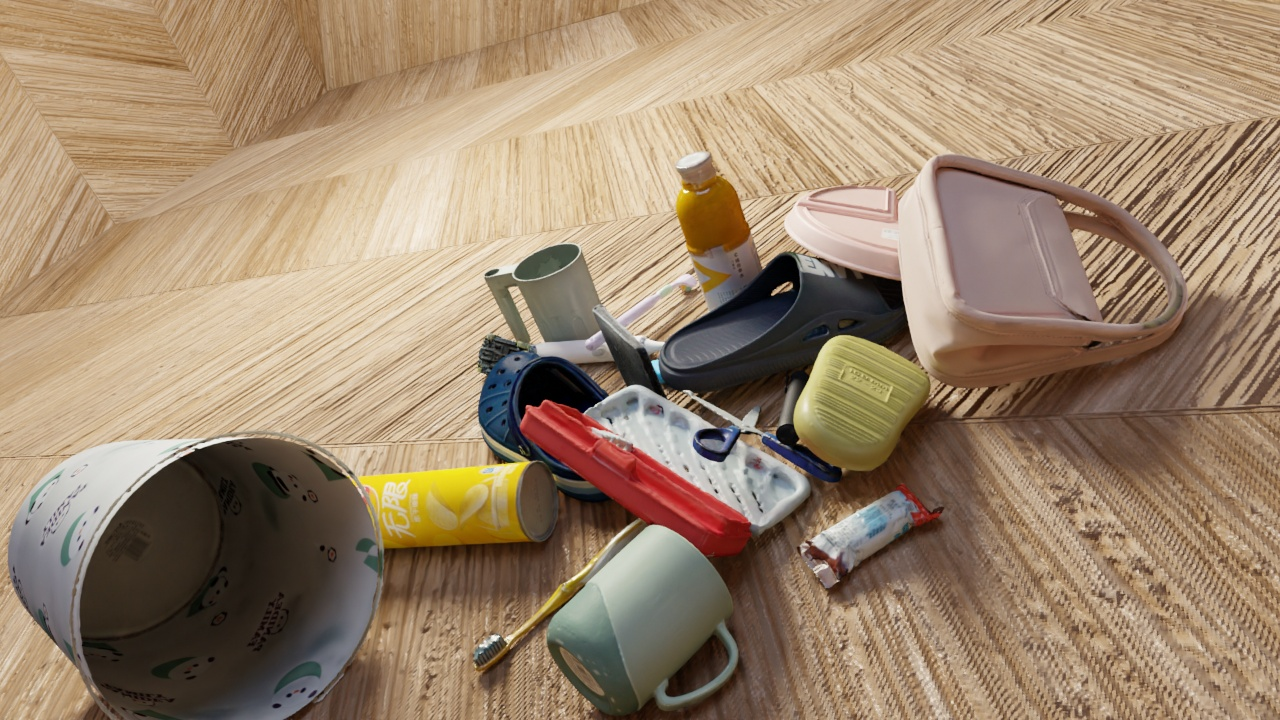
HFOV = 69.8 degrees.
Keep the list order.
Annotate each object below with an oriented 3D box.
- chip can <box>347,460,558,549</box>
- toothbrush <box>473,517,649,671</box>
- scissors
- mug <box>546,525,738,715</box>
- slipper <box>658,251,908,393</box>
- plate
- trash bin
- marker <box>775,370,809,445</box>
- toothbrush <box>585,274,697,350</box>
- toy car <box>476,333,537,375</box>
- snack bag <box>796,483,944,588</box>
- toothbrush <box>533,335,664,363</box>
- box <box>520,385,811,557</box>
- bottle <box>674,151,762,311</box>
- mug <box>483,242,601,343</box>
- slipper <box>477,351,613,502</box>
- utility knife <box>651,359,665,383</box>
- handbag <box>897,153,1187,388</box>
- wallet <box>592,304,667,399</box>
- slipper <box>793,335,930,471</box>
[{"bbox_3d":[-0.182,0.132,0.817,0.214,0.072,0.071,-7,33,23],"label":"chip can"},{"bbox_3d":[-0.055,0.174,0.719,0.191,0.018,0.016,-37,35,-26],"label":"toothbrush"},{"bbox_3d":[0.090,0.061,0.761,0.176,0.012,0.162,27,19,33],"label":"scissors"},{"bbox_3d":[0.007,0.184,0.613,0.112,0.082,0.106,38,59,22],"label":"mug"},{"bbox_3d":[0.141,-0.049,0.871,0.268,0.083,0.110,-19,34,-5],"label":"slipper"},{"bbox_3d":[0.262,-0.134,0.926,0.229,0.028,0.229,5,29,-3],"label":"plate"},{"bbox_3d":[-0.379,0.164,0.752,0.252,0.230,0.228,1,36,42],"label":"trash bin"},{"bbox_3d":[0.131,0.038,0.790,0.022,0.020,0.131,13,22,9],"label":"marker"},{"bbox_3d":[0.001,-0.054,1.024,0.029,0.021,0.188,7,30,39],"label":"toothbrush"},{"bbox_3d":[-0.149,0.000,1.039,0.106,0.031,0.049,14,90,49],"label":"toy car"},{"bbox_3d":[0.164,0.122,0.658,0.105,0.026,0.045,-28,40,-10],"label":"snack bag"},{"bbox_3d":[-0.021,-0.012,0.995,0.221,0.027,0.026,-3,15,28],"label":"toothbrush"},{"bbox_3d":[0.017,0.082,0.732,0.201,0.060,0.160,29,24,34],"label":"box"},{"bbox_3d":[0.081,-0.121,0.942,0.068,0.190,0.067,-16,31,10],"label":"bottle"},{"bbox_3d":[-0.108,-0.068,1.063,0.124,0.103,0.083,-9,32,22],"label":"mug"},{"bbox_3d":[-0.090,0.050,0.874,0.105,0.095,0.253,-30,35,-21],"label":"slipper"},{"bbox_3d":[0.103,-0.009,0.920,0.191,0.018,0.034,-13,30,11],"label":"utility knife"},{"bbox_3d":[0.339,-0.074,0.764,0.234,0.093,0.193,2,55,-2],"label":"handbag"},{"bbox_3d":[-0.005,0.005,0.885,0.019,0.097,0.121,-31,31,-9],"label":"wallet"},{"bbox_3d":[0.163,0.043,0.722,0.091,0.082,0.190,32,31,12],"label":"slipper"}]
